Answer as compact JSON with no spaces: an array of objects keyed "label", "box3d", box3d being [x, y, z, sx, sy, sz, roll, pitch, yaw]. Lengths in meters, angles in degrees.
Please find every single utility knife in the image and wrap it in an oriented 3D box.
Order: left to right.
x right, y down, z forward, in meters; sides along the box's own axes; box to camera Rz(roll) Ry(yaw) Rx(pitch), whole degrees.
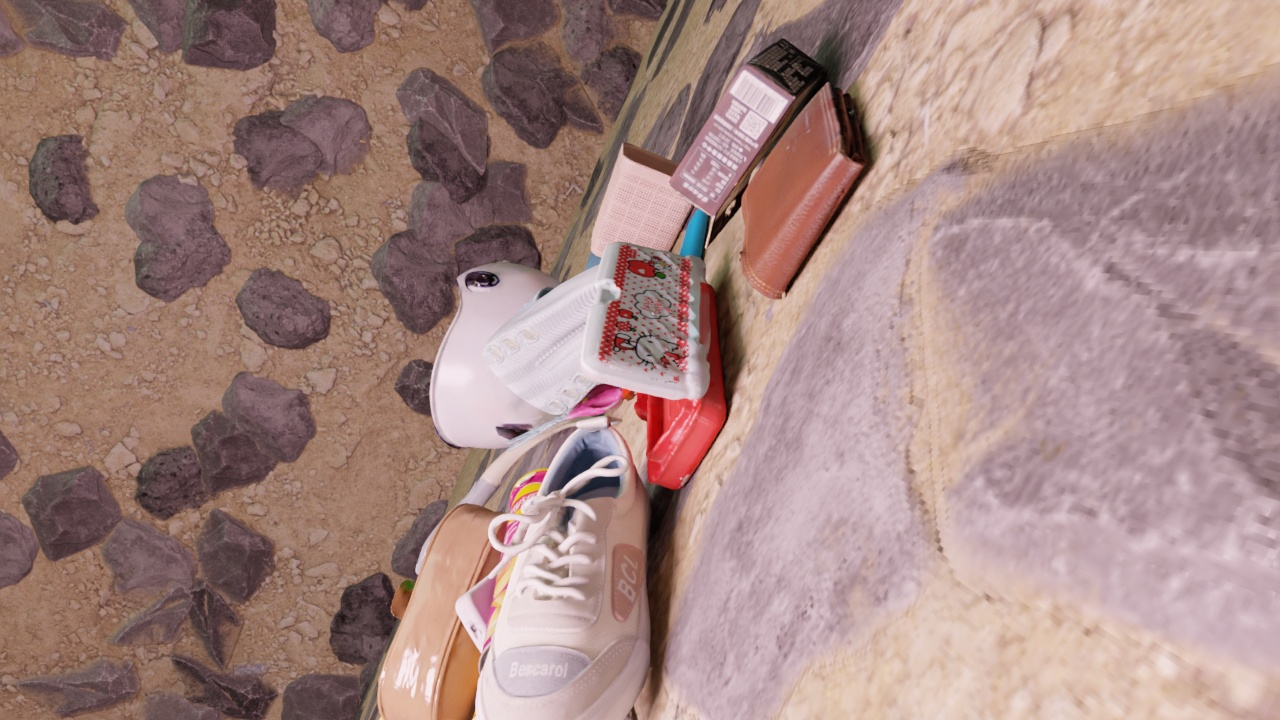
[{"label":"utility knife","box3d":[0.044,-0.092,0.821,0.034,0.018,0.159,-51,17,42]}]

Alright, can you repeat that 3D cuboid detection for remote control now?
[{"label":"remote control","box3d":[-0.110,0.200,0.758,0.020,0.056,0.135,-34,-3,13]}]

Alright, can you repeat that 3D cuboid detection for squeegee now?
[{"label":"squeegee","box3d":[-0.146,0.125,0.950,0.246,0.039,0.247,-42,8,-9]}]

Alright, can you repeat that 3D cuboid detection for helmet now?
[{"label":"helmet","box3d":[-0.138,0.002,1.106,0.258,0.146,0.229,-62,-23,-64]}]

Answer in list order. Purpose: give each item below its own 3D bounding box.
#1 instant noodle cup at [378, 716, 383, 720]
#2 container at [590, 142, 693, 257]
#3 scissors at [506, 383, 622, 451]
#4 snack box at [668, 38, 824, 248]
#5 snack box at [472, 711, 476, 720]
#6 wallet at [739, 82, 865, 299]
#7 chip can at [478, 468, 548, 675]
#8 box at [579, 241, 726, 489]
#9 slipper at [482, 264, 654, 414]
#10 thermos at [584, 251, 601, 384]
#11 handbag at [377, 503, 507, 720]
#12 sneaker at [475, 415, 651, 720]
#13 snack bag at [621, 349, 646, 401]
[{"label":"instant noodle cup","box3d":[-0.227,0.389,0.916,0.123,0.111,0.112,-61,9,-16]},{"label":"container","box3d":[0.002,-0.160,0.986,0.090,0.090,0.111,-92,24,-66]},{"label":"scissors","box3d":[-0.077,0.053,0.922,0.138,0.017,0.083,-25,18,12]},{"label":"snack box","box3d":[0.076,-0.161,0.669,0.126,0.053,0.113,-53,-1,34]},{"label":"snack box","box3d":[-0.117,0.303,0.739,0.087,0.033,0.140,-46,21,59]},{"label":"wallet","box3d":[0.099,-0.108,0.565,0.101,0.032,0.124,-57,15,34]},{"label":"chip can","box3d":[-0.079,0.171,0.729,0.210,0.071,0.071,-93,28,-65]},{"label":"box","box3d":[0.002,-0.012,0.641,0.095,0.101,0.201,-60,12,27]},{"label":"slipper","box3d":[-0.061,-0.028,0.835,0.246,0.104,0.074,-33,26,48]},{"label":"thermos","box3d":[-0.046,-0.064,1.065,0.219,0.070,0.070,-80,17,-49]},{"label":"handbag","box3d":[-0.164,0.239,0.843,0.148,0.100,0.204,59,-134,-57]},{"label":"sneaker","box3d":[-0.037,0.116,0.532,0.241,0.089,0.091,-75,-21,-61]},{"label":"snack bag","box3d":[-0.005,0.005,0.829,0.048,0.026,0.104,-45,12,4]}]
